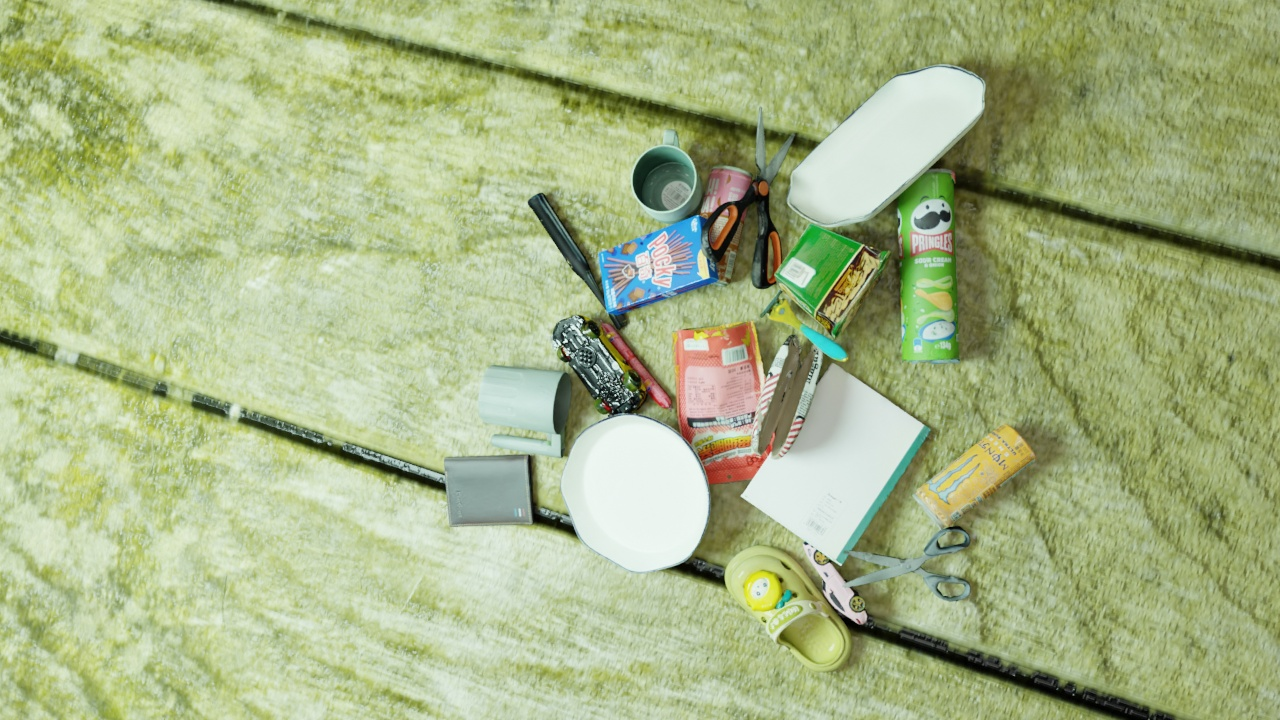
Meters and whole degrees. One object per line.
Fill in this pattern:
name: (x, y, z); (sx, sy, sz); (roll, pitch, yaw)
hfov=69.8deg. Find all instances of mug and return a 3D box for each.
mug: (0.037, -0.234, 1.166); (0.082, 0.106, 0.111); (4, 90, 10)
mug: (-0.152, 0.068, 1.214); (0.103, 0.083, 0.124); (8, 115, 10)

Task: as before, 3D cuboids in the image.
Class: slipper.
slipper: (0.190, 0.315, 1.150); (0.091, 0.081, 0.190); (-45, 86, 3)

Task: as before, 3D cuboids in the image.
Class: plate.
plate: (-0.002, 0.167, 1.177); (0.205, 0.045, 0.205); (3, 98, 23)
plate: (0.301, -0.256, 1.122); (0.265, 0.034, 0.162); (-43, 41, -1)

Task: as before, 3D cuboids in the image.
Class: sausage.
sausage: (-0.007, 0.007, 1.216); (0.020, 0.020, 0.156); (-40, 83, 6)

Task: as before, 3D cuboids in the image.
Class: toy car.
toy car: (-0.054, 0.005, 1.206); (0.071, 0.041, 0.156); (-41, 86, 27)
toy car: (0.242, 0.279, 1.154); (0.037, 0.056, 0.122); (-36, 83, 0)

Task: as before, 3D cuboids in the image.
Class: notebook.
notebook: (0.246, 0.128, 1.151); (0.150, 0.012, 0.209); (35, 81, 9)

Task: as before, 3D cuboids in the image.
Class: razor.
razor: (0.207, -0.036, 1.131); (0.132, 0.028, 0.043); (40, 91, 33)

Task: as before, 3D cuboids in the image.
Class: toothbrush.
toothbrush: (-0.083, -0.131, 1.227); (0.027, 0.026, 0.212); (-33, 86, -26)

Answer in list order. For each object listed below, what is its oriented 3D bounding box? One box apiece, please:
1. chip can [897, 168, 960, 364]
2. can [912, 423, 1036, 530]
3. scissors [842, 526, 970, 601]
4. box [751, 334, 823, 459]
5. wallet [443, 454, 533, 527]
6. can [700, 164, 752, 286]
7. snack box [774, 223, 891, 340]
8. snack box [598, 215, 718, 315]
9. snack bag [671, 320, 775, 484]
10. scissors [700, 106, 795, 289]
chip can: (0.355, -0.113, 1.132); (0.072, 0.072, 0.236); (-2, 89, 9)
can: (0.409, 0.143, 1.126); (0.146, 0.058, 0.058); (-40, 84, 6)
scissors: (0.338, 0.254, 1.136); (0.171, 0.014, 0.159); (-45, 96, -7)
box: (0.193, 0.050, 1.139); (0.079, 0.074, 0.163); (13, 65, 19)
wallet: (-0.206, 0.177, 1.247); (0.122, 0.020, 0.096); (-3, 89, 11)
can: (0.103, -0.172, 1.180); (0.058, 0.058, 0.147); (13, 91, 9)
snack box: (0.229, -0.103, 1.132); (0.105, 0.117, 0.118); (34, 91, 13)
snack box: (0.020, -0.120, 1.174); (0.157, 0.026, 0.084); (-17, 74, 30)
snack bag: (0.106, 0.057, 1.177); (0.128, 0.073, 0.208); (-9, 94, 1)
scissors: (0.145, -0.193, 1.159); (0.220, 0.022, 0.224); (-41, 119, -32)
